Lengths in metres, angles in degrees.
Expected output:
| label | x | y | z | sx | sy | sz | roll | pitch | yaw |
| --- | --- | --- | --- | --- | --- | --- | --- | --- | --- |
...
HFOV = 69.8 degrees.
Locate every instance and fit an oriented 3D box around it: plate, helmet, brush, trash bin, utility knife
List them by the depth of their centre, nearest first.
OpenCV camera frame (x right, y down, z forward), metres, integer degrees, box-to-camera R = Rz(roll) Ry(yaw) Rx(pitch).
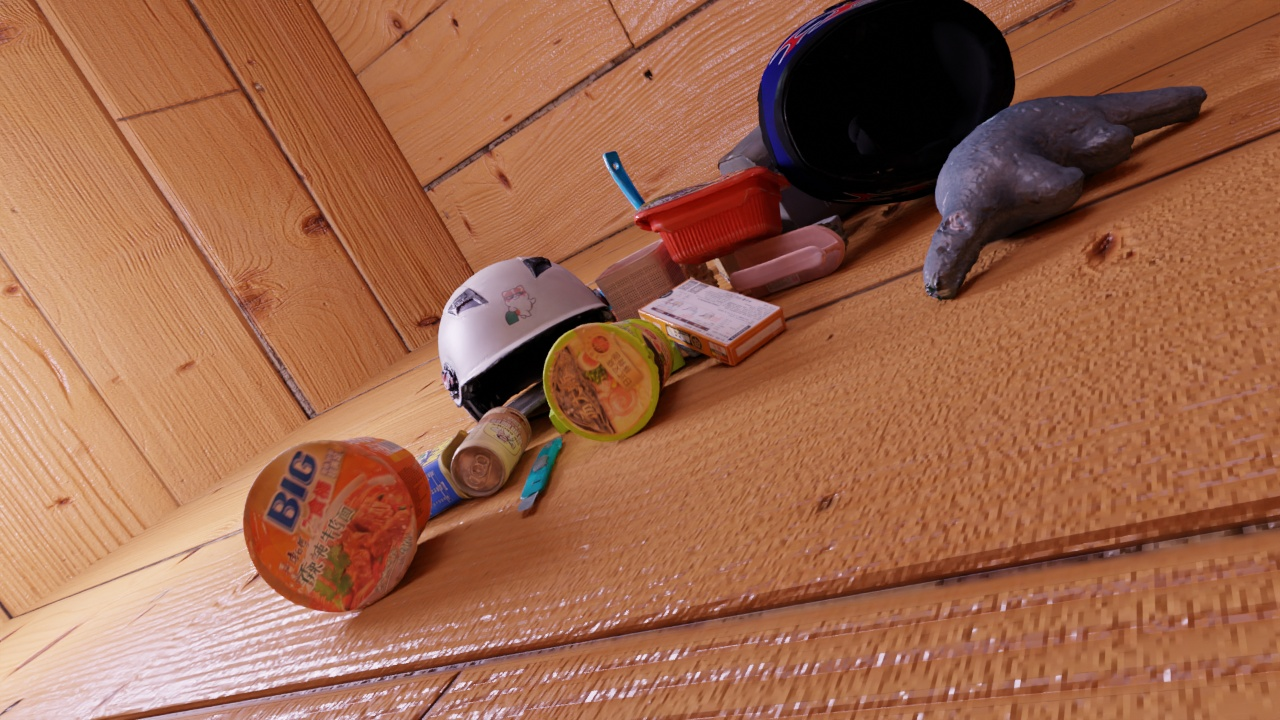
| label | x | y | z | sx | sy | sz | roll | pitch | yaw |
| --- | --- | --- | --- | --- | --- | --- | --- | --- | --- |
| utility knife | -0.094 | 0.104 | 0.864 | 0.029 | 0.013 | 0.181 | -30 | 11 | 9 |
| brush | 0.169 | -0.113 | 1.037 | 0.072 | 0.063 | 0.146 | -33 | 13 | -38 |
| helmet | 0.266 | -0.303 | 1.097 | 0.315 | 0.247 | 0.240 | -19 | 9 | -11 |
| plate | -0.159 | 0.064 | 1.110 | 0.179 | 0.024 | 0.179 | -34 | 4 | 2 |
| helmet | -0.162 | -0.046 | 1.164 | 0.229 | 0.157 | 0.274 | -31 | -12 | -13 |
| brush | 0.022 | -0.175 | 1.233 | 0.083 | 0.254 | 0.046 | -25 | -12 | -41 |
| trash bin | 0.251 | -0.291 | 1.312 | 0.219 | 0.199 | 0.199 | -38 | 12 | -7 |

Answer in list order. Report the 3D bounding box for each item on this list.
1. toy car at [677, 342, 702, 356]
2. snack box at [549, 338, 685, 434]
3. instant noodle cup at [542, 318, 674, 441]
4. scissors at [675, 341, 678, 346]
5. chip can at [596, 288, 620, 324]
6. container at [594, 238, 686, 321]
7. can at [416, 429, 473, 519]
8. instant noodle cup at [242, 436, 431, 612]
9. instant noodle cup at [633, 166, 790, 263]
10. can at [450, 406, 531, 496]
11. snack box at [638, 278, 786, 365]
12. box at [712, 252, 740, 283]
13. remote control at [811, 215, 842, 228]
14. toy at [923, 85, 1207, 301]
| label | x | y | z | sx | sy | sz | roll | pitch | yaw |
| --- | --- | --- | --- | --- | --- | --- | --- | --- | --- |
| toy car | 0.079 | -0.037 | 0.984 | 0.090 | 0.034 | 0.043 | -32 | 28 | -16 |
| snack box | -0.026 | 0.024 | 1.011 | 0.156 | 0.026 | 0.085 | -29 | 10 | 3 |
| instant noodle cup | -0.020 | 0.007 | 0.891 | 0.112 | 0.111 | 0.123 | -25 | 5 | 21 |
| scissors | -0.007 | 0.008 | 1.077 | 0.137 | 0.017 | 0.073 | -35 | 21 | -5 |
| chip can | -0.002 | -0.112 | 1.430 | 0.210 | 0.071 | 0.071 | -31 | 11 | -7 |
| container | 0.015 | -0.080 | 1.146 | 0.090 | 0.111 | 0.090 | -26 | 12 | 19 |
| can | -0.216 | 0.126 | 0.967 | 0.083 | 0.057 | 0.102 | -30 | 11 | 11 |
| instant noodle cup | -0.262 | 0.137 | 0.832 | 0.151 | 0.151 | 0.111 | -29 | 3 | 4 |
| instant noodle cup | 0.096 | -0.169 | 1.097 | 0.165 | 0.079 | 0.188 | -18 | -1 | 23 |
| can | -0.153 | 0.092 | 0.949 | 0.058 | 0.058 | 0.116 | -27 | 12 | 13 |
| snack box | 0.071 | -0.043 | 0.939 | 0.075 | 0.026 | 0.154 | -34 | 32 | -22 |
| box | 0.145 | -0.156 | 1.292 | 0.090 | 0.061 | 0.184 | -29 | 13 | 1 |
| remote control | 0.204 | -0.143 | 1.177 | 0.058 | 0.021 | 0.149 | -17 | 17 | 49 |
| toy | 0.340 | -0.165 | 0.803 | 0.355 | 0.091 | 0.138 | -35 | 40 | -21 |
